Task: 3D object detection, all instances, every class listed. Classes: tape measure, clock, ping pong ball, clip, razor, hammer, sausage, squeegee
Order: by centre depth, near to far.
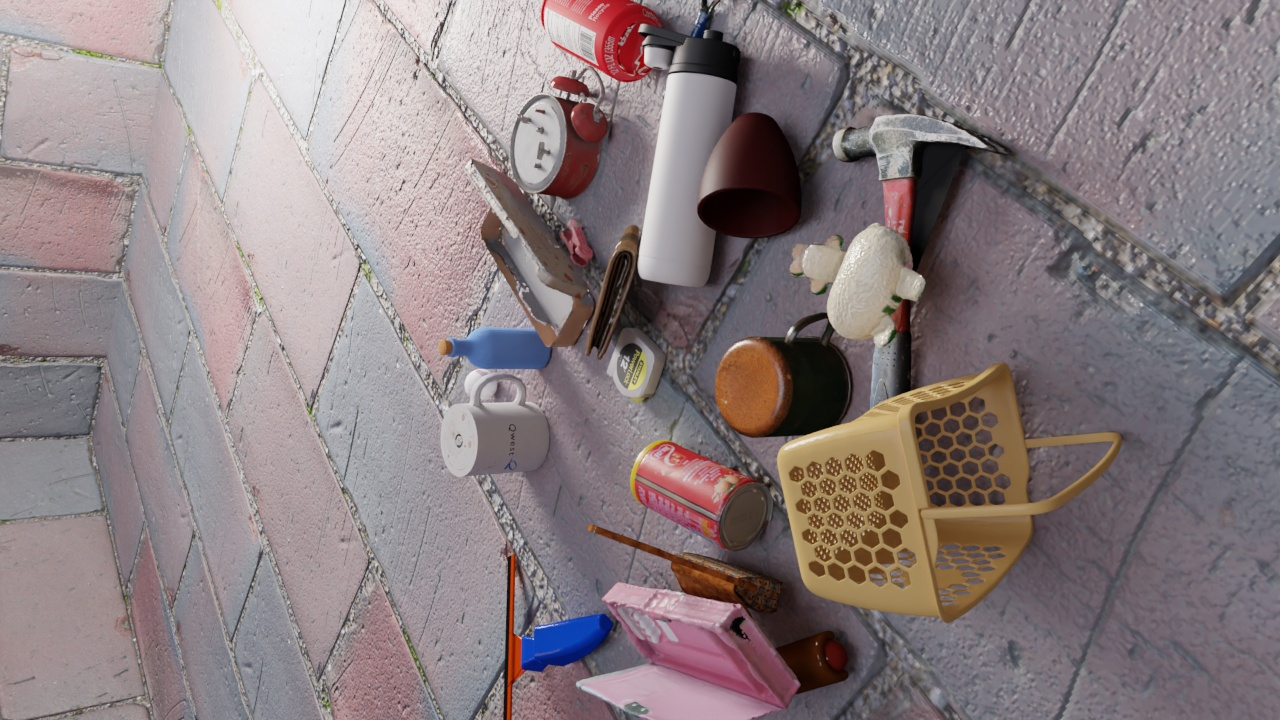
[{"bbox_3d":[0.200,-0.022,0.695,0.141,0.036,0.326,6,95,50],"label":"hammer"},{"bbox_3d":[0.116,0.268,0.785,0.156,0.040,0.040,-38,62,44],"label":"sausage"},{"bbox_3d":[0.052,-0.312,0.877,0.044,0.018,0.141,33,119,17],"label":"razor"},{"bbox_3d":[-0.006,0.006,0.942,0.065,0.016,0.064,41,119,41],"label":"tape measure"},{"bbox_3d":[-0.091,-0.251,1.009,0.157,0.061,0.109,-51,54,35],"label":"clock"},{"bbox_3d":[-0.090,0.311,1.009,0.185,0.055,0.249,-36,46,43],"label":"squeegee"},{"bbox_3d":[-0.074,-0.128,1.020,0.044,0.023,0.060,-28,68,50],"label":"clip"},{"bbox_3d":[-0.199,0.031,1.147,0.040,0.040,0.040,-1,89,49],"label":"ping pong ball"}]

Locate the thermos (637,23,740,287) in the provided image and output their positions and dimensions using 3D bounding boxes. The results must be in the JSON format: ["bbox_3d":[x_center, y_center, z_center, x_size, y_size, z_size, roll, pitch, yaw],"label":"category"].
[{"bbox_3d":[0.031,-0.188,0.852,0.101,0.068,0.230,11,98,17],"label":"thermos"}]

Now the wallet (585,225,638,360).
[{"bbox_3d":[-0.027,-0.069,0.925,0.098,0.027,0.121,-82,9,-68],"label":"wallet"}]

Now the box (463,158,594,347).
[{"bbox_3d":[-0.138,-0.121,1.037,0.217,0.095,0.115,56,132,34],"label":"box"}]

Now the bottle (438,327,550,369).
[{"bbox_3d":[-0.167,-0.014,1.041,0.048,0.131,0.048,-1,89,49],"label":"bottle"}]

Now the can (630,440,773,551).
[{"bbox_3d":[0.053,0.122,0.836,0.124,0.066,0.067,21,105,47],"label":"can"}]

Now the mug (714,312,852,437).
[{"bbox_3d":[0.120,0.010,0.749,0.085,0.081,0.111,42,120,41],"label":"mug"}]

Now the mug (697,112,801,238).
[{"bbox_3d":[0.092,-0.160,0.797,0.114,0.087,0.088,124,154,-68],"label":"mug"}]

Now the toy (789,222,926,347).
[{"bbox_3d":[0.164,-0.057,0.673,0.112,0.050,0.087,42,123,49],"label":"toy"}]

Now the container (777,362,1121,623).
[{"bbox_3d":[0.199,0.078,0.570,0.167,0.183,0.129,-12,91,38],"label":"container"}]

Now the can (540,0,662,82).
[{"bbox_3d":[-0.041,-0.340,0.941,0.142,0.074,0.074,42,120,41],"label":"can"}]

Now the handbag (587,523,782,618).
[{"bbox_3d":[0.031,0.174,0.766,0.094,0.195,0.043,7,73,52],"label":"handbag"}]

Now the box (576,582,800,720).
[{"bbox_3d":[0.020,0.266,0.788,0.099,0.106,0.233,55,154,-10],"label":"box"}]

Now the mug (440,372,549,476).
[{"bbox_3d":[-0.167,0.073,1.066,0.083,0.096,0.120,20,105,47],"label":"mug"}]
